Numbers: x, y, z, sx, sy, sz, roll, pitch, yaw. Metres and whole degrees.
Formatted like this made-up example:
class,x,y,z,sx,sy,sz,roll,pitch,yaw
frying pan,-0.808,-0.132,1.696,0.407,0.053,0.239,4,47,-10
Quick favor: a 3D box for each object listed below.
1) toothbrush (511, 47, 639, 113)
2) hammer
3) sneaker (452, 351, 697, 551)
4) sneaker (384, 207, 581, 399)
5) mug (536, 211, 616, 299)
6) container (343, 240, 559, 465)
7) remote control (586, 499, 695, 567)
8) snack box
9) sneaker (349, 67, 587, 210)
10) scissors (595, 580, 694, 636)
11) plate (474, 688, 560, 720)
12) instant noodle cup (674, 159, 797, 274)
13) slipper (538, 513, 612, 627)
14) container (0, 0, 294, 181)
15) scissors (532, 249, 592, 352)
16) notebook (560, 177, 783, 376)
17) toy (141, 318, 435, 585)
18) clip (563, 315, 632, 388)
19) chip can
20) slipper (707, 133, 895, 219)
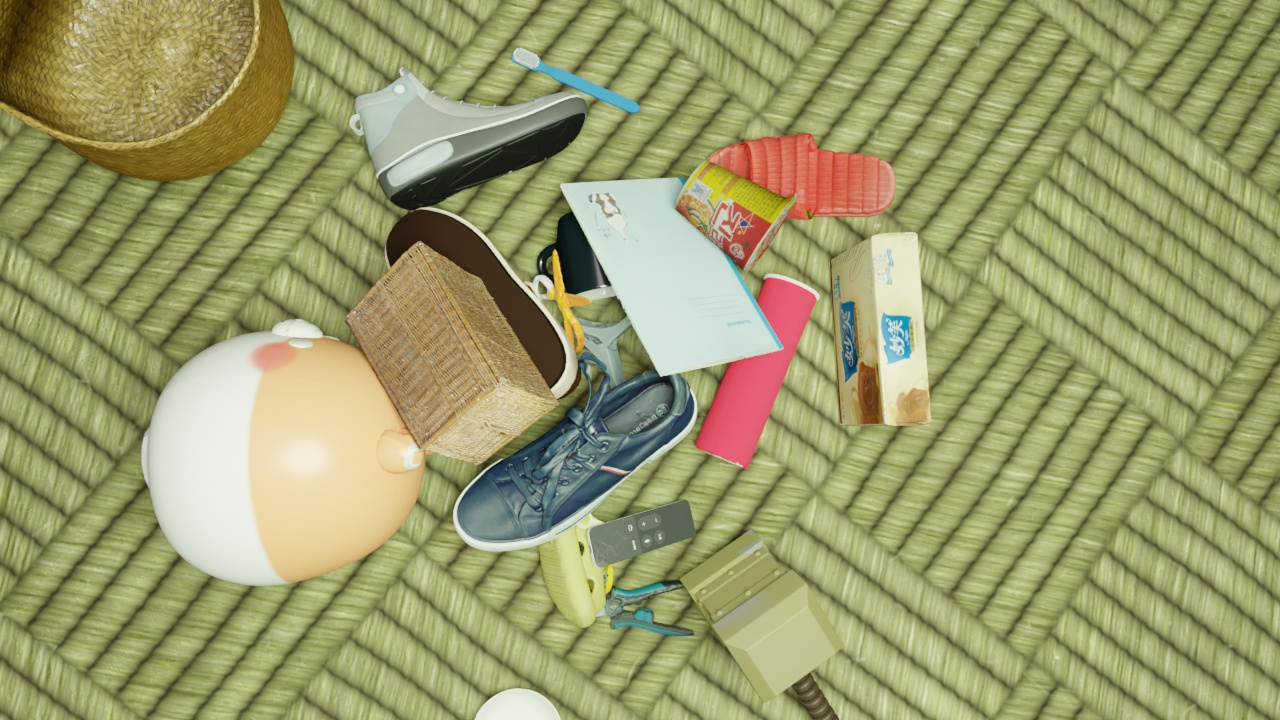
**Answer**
class,x,y,z,sx,sy,sz,roll,pitch,yaw
toothbrush,-0.078,-0.339,1.113,0.166,0.014,0.016,23,85,-3
hammer,0.186,0.367,1.024,0.100,0.190,0.325,-34,106,-6
sneaker,-0.074,0.092,0.959,0.294,0.127,0.120,-32,70,-6
sneaker,-0.169,-0.062,1.057,0.294,0.116,0.111,41,91,19
mug,-0.067,-0.121,1.071,0.122,0.085,0.094,-12,86,24
container,-0.190,-0.002,0.919,0.113,0.113,0.198,-40,65,9
remote control,0.003,0.196,1.045,0.146,0.008,0.045,-10,86,-37
snack box,0.268,-0.028,1.045,0.055,0.153,0.207,-2,86,-7
sneaker,-0.202,-0.290,1.071,0.256,0.093,0.160,-26,80,-7
scissors,0.002,0.288,1.072,0.151,0.019,0.119,36,85,1
plate,-0.140,0.425,1.048,0.104,0.026,0.104,0,86,-3
instant noodle cup,0.102,-0.169,1.047,0.112,0.100,0.100,34,84,6
slipper,-0.073,0.204,1.049,0.081,0.092,0.190,-11,85,-29
container,-0.532,-0.346,0.993,0.307,0.196,0.307,0,85,-3
scissors,-0.091,-0.069,1.050,0.011,0.131,0.125,-24,121,-32
notebook,0.036,-0.103,1.022,0.180,0.009,0.253,-12,64,-37
toy,-0.346,0.091,0.935,0.281,0.262,0.266,-3,94,1
clip,-0.006,0.012,1.067,0.169,0.031,0.164,-2,107,30
chip can,0.136,0.013,1.076,0.069,0.069,0.220,24,85,-2
slipper,0.192,-0.219,1.101,0.248,0.059,0.103,-1,86,-5
